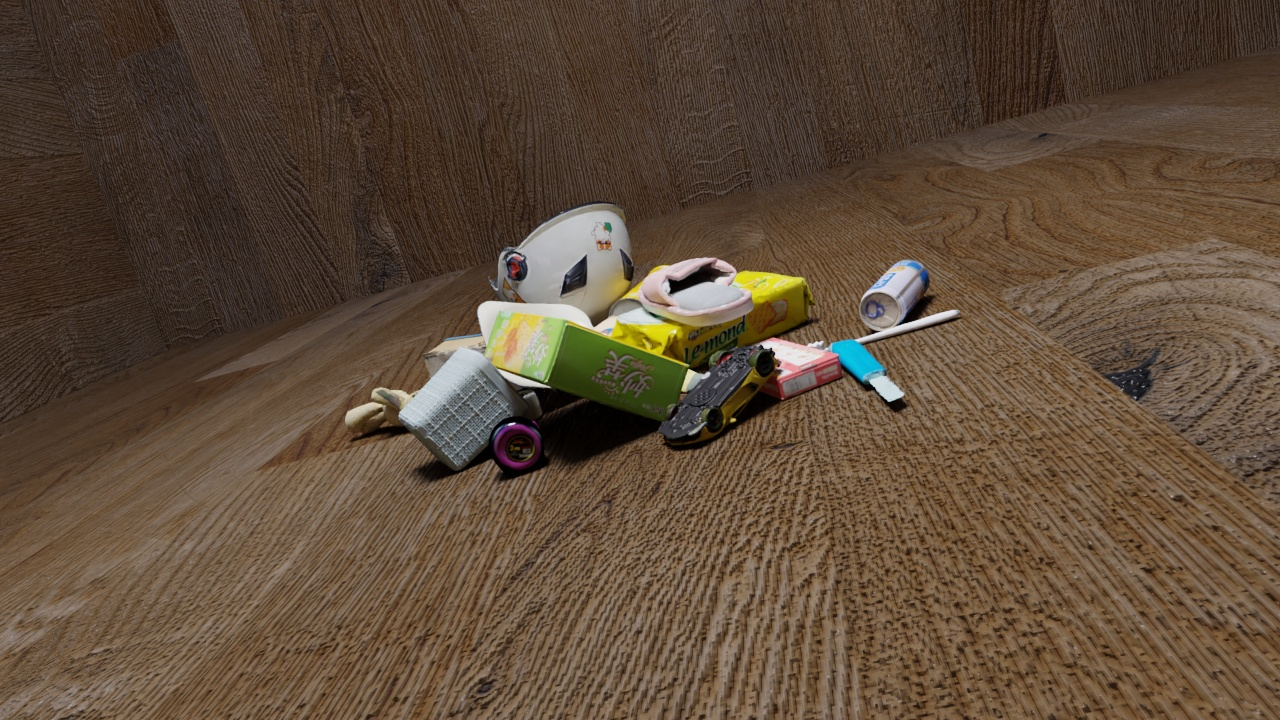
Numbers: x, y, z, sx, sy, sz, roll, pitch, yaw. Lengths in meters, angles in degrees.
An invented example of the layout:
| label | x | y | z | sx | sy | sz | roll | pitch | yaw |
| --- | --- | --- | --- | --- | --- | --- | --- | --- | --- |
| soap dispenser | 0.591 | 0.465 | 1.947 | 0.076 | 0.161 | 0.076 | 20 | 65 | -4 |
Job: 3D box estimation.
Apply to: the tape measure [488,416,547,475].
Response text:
| label | x | y | z | sx | sy | sz | roll | pitch | yaw |
| --- | --- | --- | --- | --- | --- | --- | --- | --- | --- |
| tape measure | -0.129 | 0.087 | 0.954 | 0.057 | 0.058 | 0.039 | -20 | 14 | -6 |

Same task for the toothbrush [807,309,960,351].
| label | x | y | z | sx | sy | sz | roll | pitch | yaw |
| --- | --- | --- | --- | --- | --- | --- | --- | --- | --- |
| toothbrush | 0.274 | -0.033 | 1.043 | 0.180 | 0.016 | 0.016 | -15 | 16 | 3 |

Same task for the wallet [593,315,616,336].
| label | x | y | z | sx | sy | sz | roll | pitch | yaw |
| --- | --- | --- | --- | --- | --- | --- | --- | --- | --- |
| wallet | -0.060 | -0.027 | 1.291 | 0.115 | 0.024 | 0.087 | -40 | 26 | -27 |

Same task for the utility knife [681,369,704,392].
| label | x | y | z | sx | sy | sz | roll | pitch | yaw |
| --- | --- | --- | --- | --- | --- | --- | --- | --- | --- |
| utility knife | -0.007 | 0.007 | 1.120 | 0.216 | 0.022 | 0.031 | 18 | 71 | 39 |

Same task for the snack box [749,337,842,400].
| label | x | y | z | sx | sy | sz | roll | pitch | yaw |
| --- | --- | --- | --- | --- | --- | --- | --- | --- | --- |
| snack box | 0.151 | 0.006 | 1.011 | 0.075 | 0.025 | 0.153 | -20 | 14 | -15 |

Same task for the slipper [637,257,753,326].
| label | x | y | z | sx | sy | sz | roll | pitch | yaw |
| --- | --- | --- | --- | --- | --- | --- | --- | --- | --- |
| slipper | 0.064 | -0.095 | 1.162 | 0.114 | 0.054 | 0.274 | -18 | 17 | -9 |

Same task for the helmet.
| label | x | y | z | sx | sy | sz | roll | pitch | yaw |
| --- | --- | --- | --- | --- | --- | --- | --- | --- | --- |
| helmet | -0.109 | -0.120 | 1.470 | 0.229 | 0.157 | 0.275 | -16 | -13 | -37 |

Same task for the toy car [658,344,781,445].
| label | x | y | z | sx | sy | sz | roll | pitch | yaw |
| --- | --- | --- | --- | --- | --- | --- | --- | --- | --- |
| toy car | 0.079 | 0.036 | 0.928 | 0.155 | 0.041 | 0.071 | -45 | 26 | -29 |

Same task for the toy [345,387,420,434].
| label | x | y | z | sx | sy | sz | roll | pitch | yaw |
| --- | --- | --- | --- | --- | --- | --- | --- | --- | --- |
| toy | -0.337 | 0.073 | 1.259 | 0.158 | 0.066 | 0.105 | -13 | -28 | 28 |

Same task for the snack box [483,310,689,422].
| label | x | y | z | sx | sy | sz | roll | pitch | yaw |
| --- | --- | --- | --- | --- | --- | --- | --- | --- | --- |
| snack box | -0.068 | 0.004 | 1.018 | 0.157 | 0.070 | 0.210 | 20 | -3 | -27 |

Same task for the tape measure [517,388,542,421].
| label | x | y | z | sx | sy | sz | roll | pitch | yaw |
| --- | --- | --- | --- | --- | --- | --- | --- | --- | --- |
| tape measure | -0.155 | 0.061 | 1.133 | 0.065 | 0.033 | 0.066 | -25 | 14 | -23 |

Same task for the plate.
| label | x | y | z | sx | sy | sz | roll | pitch | yaw |
| --- | --- | --- | --- | --- | --- | --- | --- | --- | --- |
| plate | -0.128 | -0.014 | 1.201 | 0.164 | 0.034 | 0.163 | 0 | 43 | -28 |

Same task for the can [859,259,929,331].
| label | x | y | z | sx | sy | sz | roll | pitch | yaw |
| --- | --- | --- | --- | --- | --- | --- | --- | --- | --- |
| can | 0.307 | -0.079 | 1.108 | 0.053 | 0.053 | 0.134 | -7 | 17 | 33 |

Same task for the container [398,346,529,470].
| label | x | y | z | sx | sy | sz | roll | pitch | yaw |
| --- | --- | --- | --- | --- | --- | --- | --- | --- | --- |
| container | -0.204 | 0.056 | 1.041 | 0.111 | 0.090 | 0.090 | -45 | 24 | -16 |

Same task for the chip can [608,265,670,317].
| label | x | y | z | sx | sy | sz | roll | pitch | yaw |
| --- | --- | --- | --- | --- | --- | --- | --- | --- | --- |
| chip can | 0.015 | -0.093 | 1.466 | 0.072 | 0.072 | 0.212 | -11 | 16 | 21 |

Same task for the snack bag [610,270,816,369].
| label | x | y | z | sx | sy | sz | roll | pitch | yaw |
| --- | --- | --- | --- | --- | --- | --- | --- | --- | --- |
| snack bag | 0.096 | -0.053 | 1.212 | 0.246 | 0.068 | 0.158 | -20 | 17 | -21 |

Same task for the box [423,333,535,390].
| label | x | y | z | sx | sy | sz | roll | pitch | yaw |
| --- | --- | --- | --- | --- | --- | --- | --- | --- | --- |
| box | -0.225 | 0.011 | 1.291 | 0.185 | 0.090 | 0.061 | -2 | 23 | 33 |

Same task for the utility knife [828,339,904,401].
| label | x | y | z | sx | sy | sz | roll | pitch | yaw |
| --- | --- | --- | --- | --- | --- | --- | --- | --- | --- |
| utility knife | 0.227 | 0.010 | 0.924 | 0.034 | 0.018 | 0.218 | -14 | 13 | 3 |
